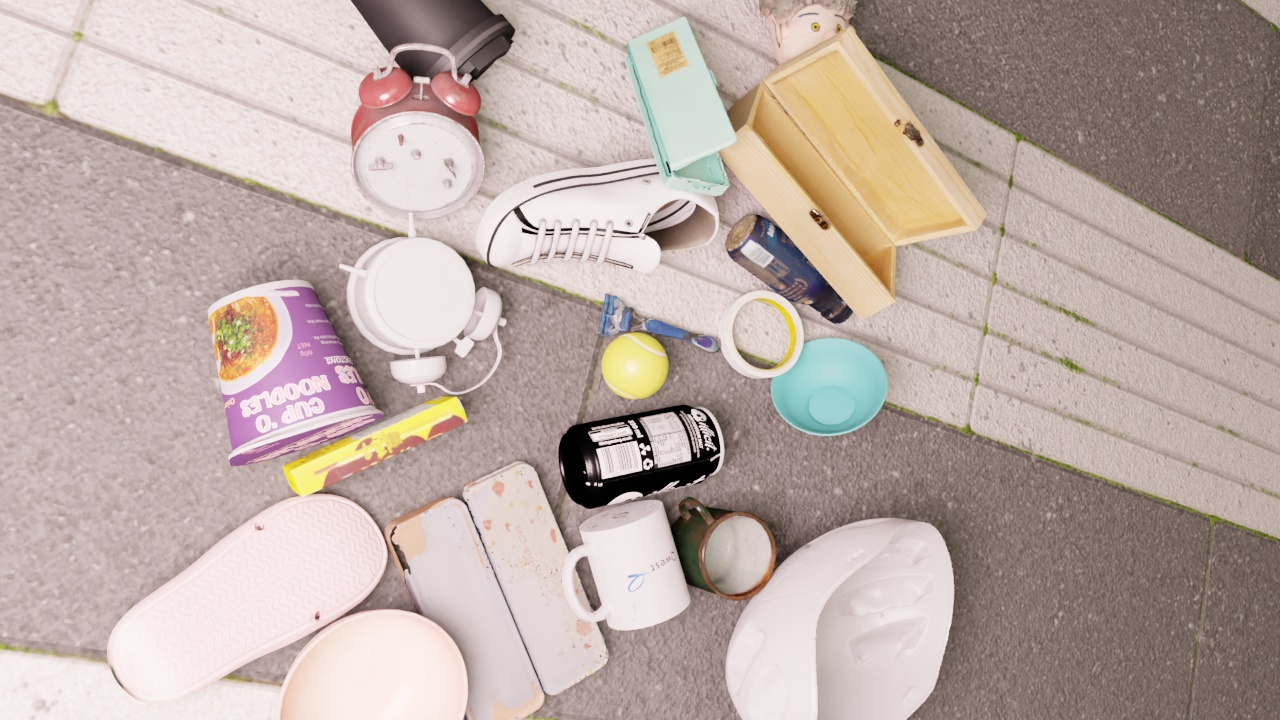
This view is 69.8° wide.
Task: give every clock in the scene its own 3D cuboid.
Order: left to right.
[{"bbox_3d":[-0.185,-0.187,0.768,0.109,0.157,0.061,0,46,-17],"label":"clock"},{"bbox_3d":[-0.189,-0.042,0.814,0.119,0.061,0.159,-43,110,-22],"label":"clock"}]

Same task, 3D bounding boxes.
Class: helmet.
[{"bbox_3d":[0.211,0.278,0.915,0.282,0.184,0.224,-40,128,-13],"label":"helmet"}]

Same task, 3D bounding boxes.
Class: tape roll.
[{"bbox_3d":[0.130,-0.028,0.984,0.094,0.019,0.094,2,84,-19],"label":"tape roll"}]

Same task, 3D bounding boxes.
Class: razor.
[{"bbox_3d":[0.024,-0.032,0.938,0.140,0.018,0.044,14,80,-25],"label":"razor"}]

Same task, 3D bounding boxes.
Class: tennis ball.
[{"bbox_3d":[-0.005,0.005,0.895,0.065,0.065,0.065,2,86,-26],"label":"tennis ball"}]

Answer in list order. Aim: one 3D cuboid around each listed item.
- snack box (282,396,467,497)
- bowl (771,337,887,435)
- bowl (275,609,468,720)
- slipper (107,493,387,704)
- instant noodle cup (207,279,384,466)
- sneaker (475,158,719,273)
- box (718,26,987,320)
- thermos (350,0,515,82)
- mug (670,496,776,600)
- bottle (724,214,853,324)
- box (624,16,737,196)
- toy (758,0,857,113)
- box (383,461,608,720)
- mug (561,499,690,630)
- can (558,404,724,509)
[{"bbox_3d":[-0.226,0.071,0.784,0.148,0.061,0.025,-25,99,-25],"label":"snack box"},{"bbox_3d":[0.206,0.038,0.995,0.121,0.121,0.046,-54,149,-19],"label":"bowl"},{"bbox_3d":[-0.227,0.276,0.764,0.152,0.076,0.153,1,88,-26],"label":"bowl"},{"bbox_3d":[-0.310,0.185,0.738,0.221,0.056,0.107,-31,94,-35],"label":"slipper"},{"bbox_3d":[-0.288,0.007,0.729,0.122,0.136,0.122,-22,86,19],"label":"instant noodle cup"},{"bbox_3d":[-0.028,-0.117,0.858,0.244,0.091,0.097,-14,56,-31],"label":"sneaker"},{"bbox_3d":[0.213,-0.195,0.969,0.185,0.141,0.248,-40,109,12],"label":"box"},{"bbox_3d":[-0.213,-0.329,0.797,0.218,0.106,0.105,48,68,-11],"label":"thermos"},{"bbox_3d":[0.070,0.179,0.913,0.084,0.081,0.111,-40,104,-23],"label":"mug"},{"bbox_3d":[0.165,-0.095,0.991,0.160,0.056,0.056,33,73,-21],"label":"bottle"},{"bbox_3d":[0.041,-0.255,0.880,0.077,0.080,0.188,4,54,-25],"label":"box"},{"bbox_3d":[0.188,-0.353,1.010,0.132,0.076,0.176,-2,96,-26],"label":"toy"},{"bbox_3d":[-0.126,0.216,0.841,0.150,0.043,0.216,-24,98,-30],"label":"box"},{"bbox_3d":[-0.020,0.198,0.864,0.119,0.083,0.096,-19,95,-33],"label":"mug"},{"bbox_3d":[0.001,0.091,0.885,0.145,0.080,0.080,-9,91,-27],"label":"can"}]
